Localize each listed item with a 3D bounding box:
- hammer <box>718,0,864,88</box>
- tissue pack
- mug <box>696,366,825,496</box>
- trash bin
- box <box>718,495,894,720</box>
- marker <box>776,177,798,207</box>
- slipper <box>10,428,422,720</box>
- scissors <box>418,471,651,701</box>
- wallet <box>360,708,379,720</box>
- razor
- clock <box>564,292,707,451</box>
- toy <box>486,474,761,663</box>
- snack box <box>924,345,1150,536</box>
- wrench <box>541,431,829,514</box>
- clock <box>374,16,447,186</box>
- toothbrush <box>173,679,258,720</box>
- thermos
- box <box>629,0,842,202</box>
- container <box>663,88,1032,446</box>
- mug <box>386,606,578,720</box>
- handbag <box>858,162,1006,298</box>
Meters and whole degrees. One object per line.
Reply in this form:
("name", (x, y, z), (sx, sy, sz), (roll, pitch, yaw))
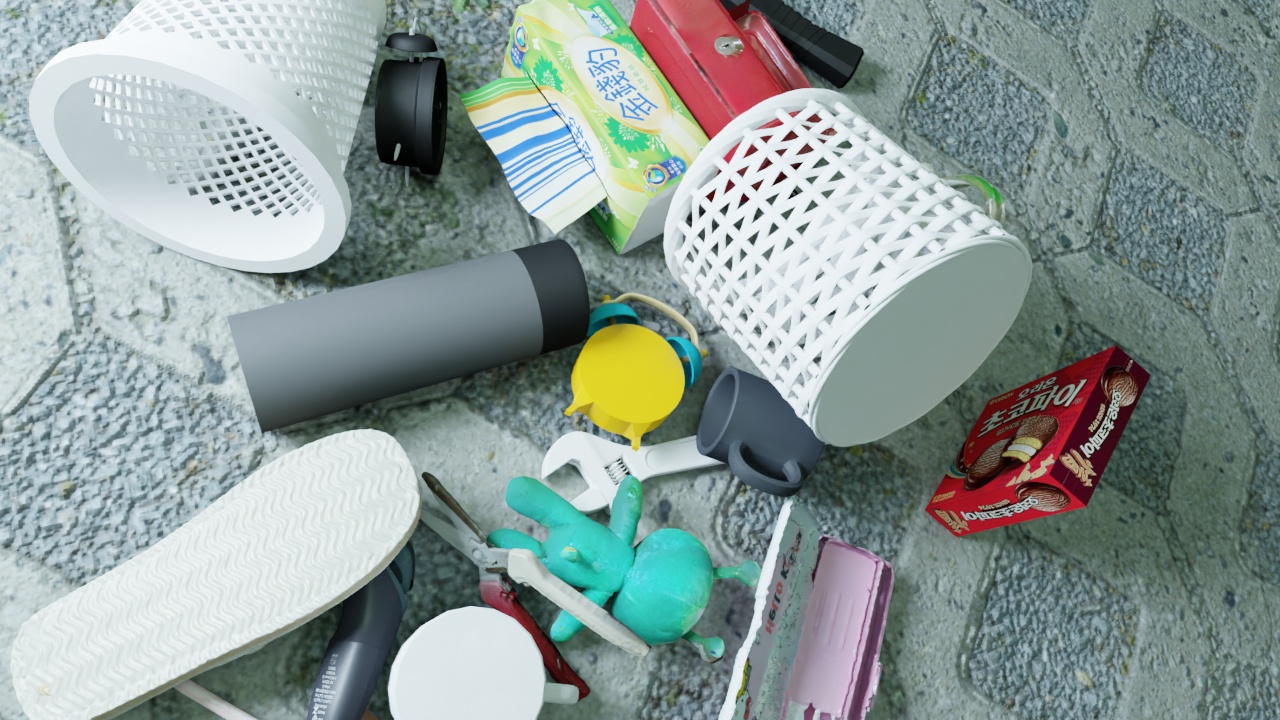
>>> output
("hammer", (0.066, -0.365, 0.877), (0.328, 0.039, 0.131), (30, 67, -7))
("tissue pack", (-0.054, -0.182, 0.738), (0.141, 0.120, 0.197), (-31, 76, -23))
("mug", (0.092, 0.061, 0.692), (0.077, 0.071, 0.104), (21, 33, -12))
("trash bin", (-0.272, -0.201, 0.642), (0.195, 0.196, 0.199), (17, 58, -12))
("box", (0.115, 0.218, 0.681), (0.153, 0.067, 0.201), (34, 63, -27))
("marker", (0.104, -0.198, 0.846), (0.011, 0.011, 0.152), (-35, 85, -25))
("slipper", (-0.261, 0.137, 0.586), (0.262, 0.052, 0.115), (-31, 68, -12))
("scissors", (-0.078, 0.160, 0.626), (0.179, 0.185, 0.015), (6, 26, 22))
("wallet", (-0.169, 0.294, 0.588), (0.121, 0.013, 0.087), (42, 65, 1))
("razor", (-0.185, 0.183, 0.599), (0.052, 0.047, 0.142), (46, 47, -44))
("clock", (-0.004, 0.004, 0.718), (0.099, 0.044, 0.129), (29, 58, -4))
("toy", (-0.015, 0.148, 0.653), (0.193, 0.072, 0.130), (25, 82, -9))
("snack box", (0.317, 0.069, 0.743), (0.036, 0.152, 0.132), (40, 65, -1))
("wrench", (0.053, 0.071, 0.735), (0.272, 0.018, 0.066), (-9, 75, -21))
("clock", (-0.176, -0.204, 0.715), (0.042, 0.091, 0.120), (5, 84, -6))
("toothbrush", (-0.220, 0.249, 0.577), (0.181, 0.016, 0.018), (31, 70, 2))
("thermos", (-0.160, -0.022, 0.661), (0.240, 0.082, 0.082), (-17, 77, -22))
("box", (0.080, -0.230, 0.760), (0.156, 0.170, 0.156), (-35, 84, 1))
("container", (0.144, -0.067, 0.665), (0.189, 0.190, 0.186), (-20, 52, -23))
("mug", (-0.100, 0.211, 0.596), (0.121, 0.090, 0.091), (10, 69, -14))
("handbag", (0.229, -0.093, 0.758), (0.074, 0.176, 0.151), (-1, 72, -18))
